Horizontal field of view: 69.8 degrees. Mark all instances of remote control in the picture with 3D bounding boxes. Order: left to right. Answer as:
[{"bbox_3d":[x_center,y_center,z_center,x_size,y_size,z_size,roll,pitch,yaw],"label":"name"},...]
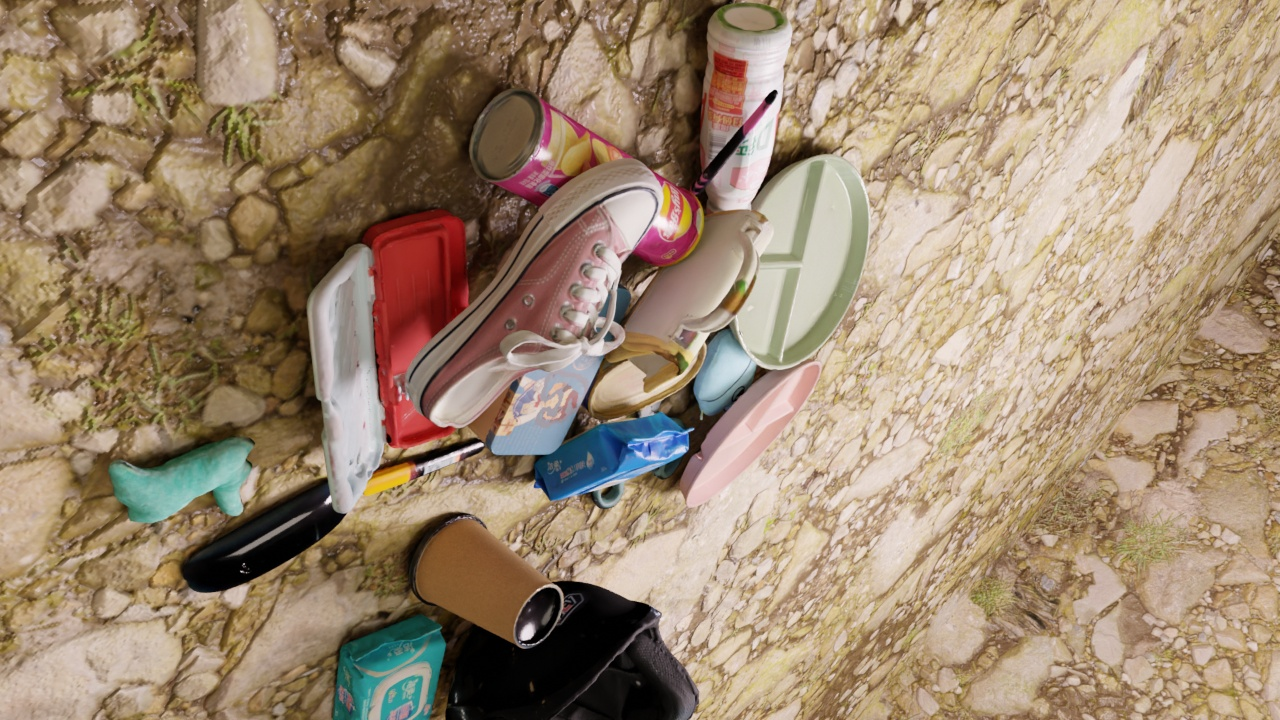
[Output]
[{"bbox_3d":[-0.285,0.140,0.716,0.136,0.024,0.053,-31,141,-27],"label":"remote control"}]

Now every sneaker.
[{"bbox_3d":[-0.060,-0.035,0.651,0.241,0.088,0.118,-46,150,-1],"label":"sneaker"}]

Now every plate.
[{"bbox_3d":[0.127,0.082,1.081,0.229,0.028,0.230,-41,160,-19],"label":"plate"},{"bbox_3d":[0.165,-0.102,0.960,0.229,0.027,0.230,-24,127,-37],"label":"plate"}]

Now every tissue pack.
[{"bbox_3d":[-0.245,0.312,0.894,0.093,0.050,0.134,-14,130,-40],"label":"tissue pack"},{"bbox_3d":[-0.029,0.090,0.888,0.094,0.052,0.158,-7,164,-45],"label":"tissue pack"}]

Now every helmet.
[{"bbox_3d":[-0.083,0.343,0.948,0.232,0.230,0.275,-31,144,-50],"label":"helmet"}]

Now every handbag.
[{"bbox_3d":[0.051,-0.061,0.775,0.163,0.063,0.179,-57,-168,-21],"label":"handbag"}]

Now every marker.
[{"bbox_3d":[-0.187,0.090,0.792,0.123,0.015,0.018,-18,135,-42],"label":"marker"}]

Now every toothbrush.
[{"bbox_3d":[0.057,-0.159,0.781,0.017,0.014,0.190,-4,148,-39],"label":"toothbrush"}]

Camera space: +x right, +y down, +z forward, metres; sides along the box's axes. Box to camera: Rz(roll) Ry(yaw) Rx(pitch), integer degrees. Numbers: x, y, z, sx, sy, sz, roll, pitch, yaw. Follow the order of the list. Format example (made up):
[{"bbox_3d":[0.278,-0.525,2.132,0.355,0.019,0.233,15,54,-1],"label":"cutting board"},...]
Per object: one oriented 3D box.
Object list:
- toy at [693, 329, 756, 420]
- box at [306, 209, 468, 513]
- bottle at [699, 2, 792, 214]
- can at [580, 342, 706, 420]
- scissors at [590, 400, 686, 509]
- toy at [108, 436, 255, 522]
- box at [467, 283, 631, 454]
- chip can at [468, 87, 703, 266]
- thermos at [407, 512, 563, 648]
[{"bbox_3d":[0.101,-0.008,0.997,0.156,0.050,0.161,-50,148,-15],"label":"toy"},{"bbox_3d":[-0.185,0.000,0.672,0.159,0.063,0.201,-42,149,-45],"label":"box"},{"bbox_3d":[0.085,-0.201,0.793,0.068,0.068,0.197,-30,143,-28],"label":"bottle"},{"bbox_3d":[-0.005,0.005,0.888,0.147,0.049,0.075,-22,136,-35],"label":"can"},{"bbox_3d":[-0.007,0.097,0.997,0.171,0.019,0.177,-37,144,-19],"label":"scissors"},{"bbox_3d":[-0.310,0.086,0.636,0.091,0.030,0.097,-25,143,-29],"label":"toy"},{"bbox_3d":[-0.081,-0.009,0.781,0.089,0.063,0.184,3,120,-50],"label":"box"},{"bbox_3d":[-0.034,-0.134,0.711,0.210,0.071,0.071,18,106,-53],"label":"chip can"},{"bbox_3d":[-0.143,0.204,0.842,0.092,0.143,0.093,-29,130,-42],"label":"thermos"}]
